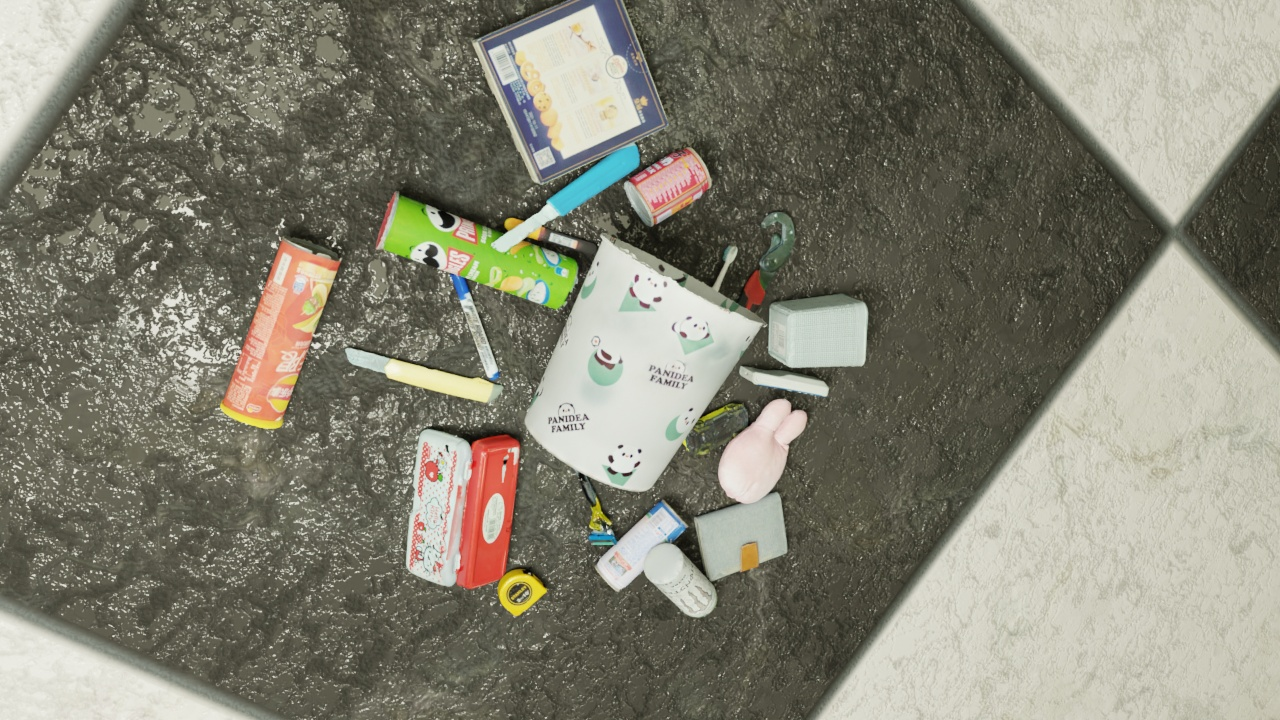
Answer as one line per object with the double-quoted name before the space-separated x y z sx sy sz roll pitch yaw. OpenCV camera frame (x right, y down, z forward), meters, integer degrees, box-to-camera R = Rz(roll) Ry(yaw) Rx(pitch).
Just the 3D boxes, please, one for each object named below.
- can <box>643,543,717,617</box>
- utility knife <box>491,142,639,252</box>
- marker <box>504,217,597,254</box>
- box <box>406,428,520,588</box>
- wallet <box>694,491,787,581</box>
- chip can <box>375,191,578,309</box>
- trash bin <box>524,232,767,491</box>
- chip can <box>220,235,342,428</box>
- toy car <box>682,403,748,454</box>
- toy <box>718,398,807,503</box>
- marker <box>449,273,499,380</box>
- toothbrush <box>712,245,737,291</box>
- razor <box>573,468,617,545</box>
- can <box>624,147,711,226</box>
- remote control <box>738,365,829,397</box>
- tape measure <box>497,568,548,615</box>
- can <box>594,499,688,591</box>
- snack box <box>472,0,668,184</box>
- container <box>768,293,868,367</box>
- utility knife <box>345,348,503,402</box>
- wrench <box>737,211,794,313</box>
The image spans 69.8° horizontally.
"can" 0.058 0.309 1.280 0.058 0.058 0.147 -41 138 -4
"utility knife" -0.088 -0.198 1.118 0.233 0.018 0.034 -39 117 -23
"marker" -0.112 -0.156 1.158 0.123 0.015 0.018 14 101 -23
"box" -0.234 0.189 1.197 0.110 0.100 0.201 -6 108 -53
"wallet" 0.150 0.259 1.338 0.129 0.037 0.106 -16 107 -13
"chip can" -0.194 -0.129 1.109 0.236 0.072 0.072 19 98 -22
"trash bin" -0.007 0.007 1.131 0.229 0.229 0.252 25 101 -22
"chip can" -0.417 -0.033 1.063 0.073 0.073 0.217 19 98 -21
"toy car" 0.104 0.093 1.283 0.105 0.032 0.048 -23 115 -23
"toy" 0.173 0.128 1.294 0.121 0.054 0.159 33 94 -44
"marker" -0.207 -0.043 1.156 0.017 0.017 0.146 -21 109 -12
"toothbrush" 0.080 -0.052 1.239 0.026 0.027 0.224 21 98 -35
"razor" -0.069 0.189 1.259 0.043 0.022 0.143 -9 109 31
"can" 0.035 -0.220 1.159 0.093 0.066 0.066 -33 111 -7
"remote control" 0.203 0.028 1.287 0.124 0.049 0.024 10 98 -20
"tape measure" -0.166 0.313 1.255 0.060 0.029 0.057 -42 113 -4
"can" 0.001 0.258 1.281 0.134 0.053 0.053 -43 112 -3
"snack box" -0.082 -0.332 1.104 0.182 0.046 0.178 -26 110 -10
"container" 0.240 -0.039 1.263 0.111 0.090 0.090 -4 105 -13
"utility knife" -0.270 0.020 1.151 0.201 0.021 0.031 16 93 -27
"wrench" 0.141 -0.074 1.258 0.056 0.016 0.273 23 96 -22
